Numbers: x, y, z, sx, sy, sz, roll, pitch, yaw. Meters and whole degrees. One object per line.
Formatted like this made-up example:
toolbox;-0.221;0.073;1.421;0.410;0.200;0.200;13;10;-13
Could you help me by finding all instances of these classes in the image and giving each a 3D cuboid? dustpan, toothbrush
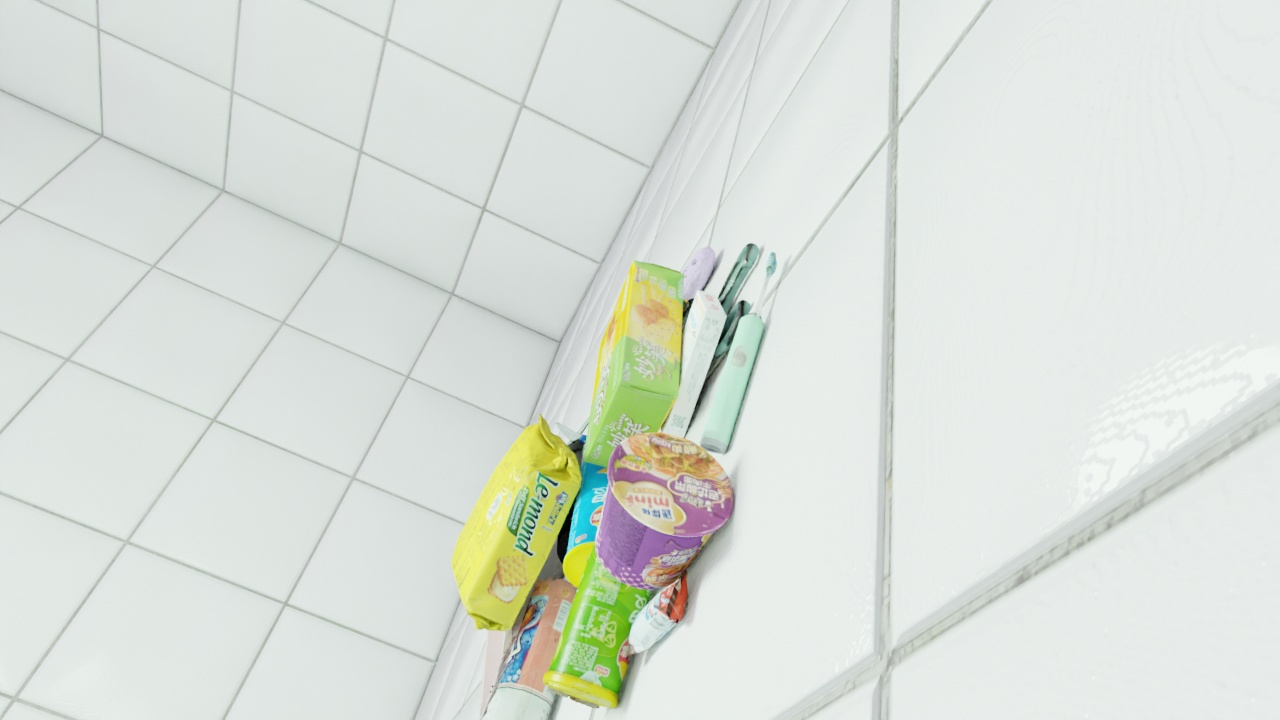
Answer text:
dustpan;-0.196;0.319;1.268;0.272;0.139;0.223;-53;-11;-46
toothbrush;0.101;-0.012;0.891;0.027;0.026;0.224;84;-156;-61

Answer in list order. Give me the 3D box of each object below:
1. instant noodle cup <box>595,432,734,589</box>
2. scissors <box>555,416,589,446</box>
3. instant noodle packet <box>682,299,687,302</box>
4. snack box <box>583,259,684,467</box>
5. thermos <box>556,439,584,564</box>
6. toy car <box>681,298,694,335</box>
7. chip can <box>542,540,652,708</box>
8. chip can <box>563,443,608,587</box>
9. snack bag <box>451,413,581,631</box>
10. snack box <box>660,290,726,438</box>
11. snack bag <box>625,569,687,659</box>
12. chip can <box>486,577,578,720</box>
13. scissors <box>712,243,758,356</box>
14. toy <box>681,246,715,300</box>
instant noodle cup;0.014;0.135;0.784;0.111;0.111;0.099;-76;4;-52
scissors;-0.095;0.116;1.276;0.162;0.012;0.173;-43;26;-13
instant noodle packet;0.036;-0.012;1.240;0.111;0.044;0.128;136;156;-72
snack box;-0.007;0.006;1.099;0.158;0.070;0.209;115;167;-45
thermos;-0.087;0.187;1.224;0.242;0.090;0.068;-103;2;-68
toy car;0.061;-0.034;1.156;0.034;0.043;0.090;29;98;55
chip can;-0.022;0.211;0.870;0.073;0.072;0.220;131;162;-63
chip can;-0.044;0.173;1.081;0.209;0.071;0.071;-85;20;-59
snack bag;-0.157;0.197;1.126;0.246;0.068;0.158;-63;24;5
snack box;0.055;0.006;1.039;0.084;0.027;0.157;-99;27;-69
snack bag;0.014;0.219;0.781;0.048;0.026;0.104;-57;1;-42
chip can;-0.125;0.366;1.079;0.071;0.071;0.214;-55;13;52
scissors;0.098;-0.050;1.046;0.170;0.019;0.181;-63;10;14
toy;0.076;-0.118;1.309;0.108;0.039;0.083;-60;-2;37
